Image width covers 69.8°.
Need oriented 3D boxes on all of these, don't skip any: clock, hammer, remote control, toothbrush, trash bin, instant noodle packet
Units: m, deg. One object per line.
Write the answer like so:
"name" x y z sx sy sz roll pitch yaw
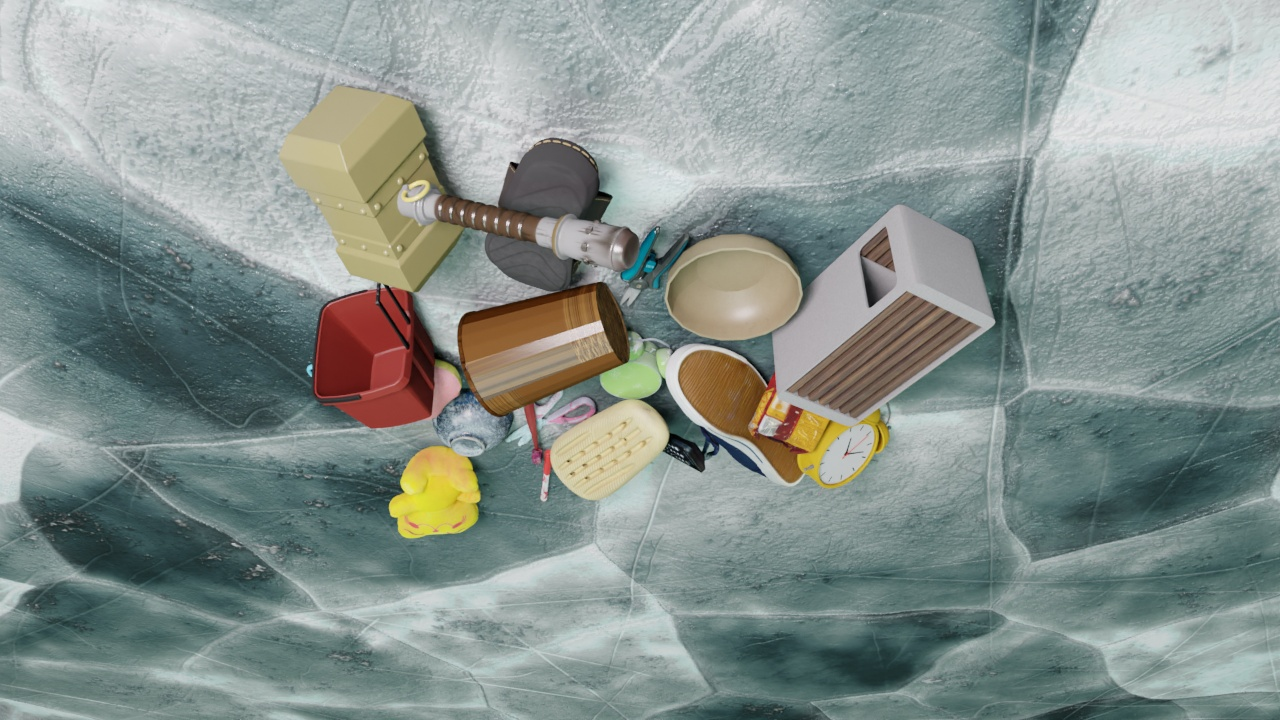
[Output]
"clock" -0.007 0.007 1.168 0.094 0.042 0.120 23 137 -25
"hammer" -0.150 -0.133 0.849 0.325 0.100 0.190 16 147 24
"remote control" 0.043 0.112 1.241 0.047 0.022 0.150 53 166 -23
"toothbrush" -0.152 0.093 1.283 0.016 0.016 0.190 4 144 3
"trash bin" 0.262 -0.043 1.033 0.114 0.114 0.230 21 138 -22
"instant noodle packet" 0.202 0.052 1.169 0.098 0.039 0.135 22 98 -22
"clock" 0.280 0.110 1.243 0.152 0.052 0.113 -40 135 -5

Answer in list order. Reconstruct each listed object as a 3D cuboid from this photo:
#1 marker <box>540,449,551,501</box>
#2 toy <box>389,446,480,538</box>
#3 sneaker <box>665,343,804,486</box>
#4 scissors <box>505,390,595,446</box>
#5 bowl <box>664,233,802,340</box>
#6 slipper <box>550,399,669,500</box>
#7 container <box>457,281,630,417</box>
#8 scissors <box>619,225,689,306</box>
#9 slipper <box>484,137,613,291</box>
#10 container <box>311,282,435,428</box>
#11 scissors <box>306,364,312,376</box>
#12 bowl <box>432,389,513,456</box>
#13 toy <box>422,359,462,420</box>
"marker" -0.146 0.180 1.416 0.013 0.012 0.142 6 141 -5
"toy" -0.315 0.204 1.397 0.134 0.087 0.194 -8 148 -16
"sneaker" 0.105 0.073 1.223 0.127 0.120 0.294 13 158 47
"scissors" -0.150 0.078 1.290 0.179 0.016 0.103 -27 134 36
"bowl" 0.104 -0.090 1.033 0.152 0.050 0.153 1 141 1
"slipper" -0.037 0.109 1.268 0.111 0.079 0.262 42 141 -7
"container" -0.108 -0.019 1.080 0.167 0.132 0.132 -17 138 14
"scissors" 0.005 -0.108 1.042 0.128 0.019 0.142 -10 145 18
"slipper" -0.094 -0.153 0.952 0.113 0.075 0.268 18 154 -6
"container" -0.318 -0.018 1.068 0.127 0.147 0.201 -11 149 8
"scissors" -0.385 0.021 1.229 0.133 0.015 0.135 4 136 0
"bowl" -0.238 0.097 1.278 0.114 0.060 0.115 2 142 2
"toy" -0.283 0.039 1.213 0.090 0.051 0.110 12 141 -10
